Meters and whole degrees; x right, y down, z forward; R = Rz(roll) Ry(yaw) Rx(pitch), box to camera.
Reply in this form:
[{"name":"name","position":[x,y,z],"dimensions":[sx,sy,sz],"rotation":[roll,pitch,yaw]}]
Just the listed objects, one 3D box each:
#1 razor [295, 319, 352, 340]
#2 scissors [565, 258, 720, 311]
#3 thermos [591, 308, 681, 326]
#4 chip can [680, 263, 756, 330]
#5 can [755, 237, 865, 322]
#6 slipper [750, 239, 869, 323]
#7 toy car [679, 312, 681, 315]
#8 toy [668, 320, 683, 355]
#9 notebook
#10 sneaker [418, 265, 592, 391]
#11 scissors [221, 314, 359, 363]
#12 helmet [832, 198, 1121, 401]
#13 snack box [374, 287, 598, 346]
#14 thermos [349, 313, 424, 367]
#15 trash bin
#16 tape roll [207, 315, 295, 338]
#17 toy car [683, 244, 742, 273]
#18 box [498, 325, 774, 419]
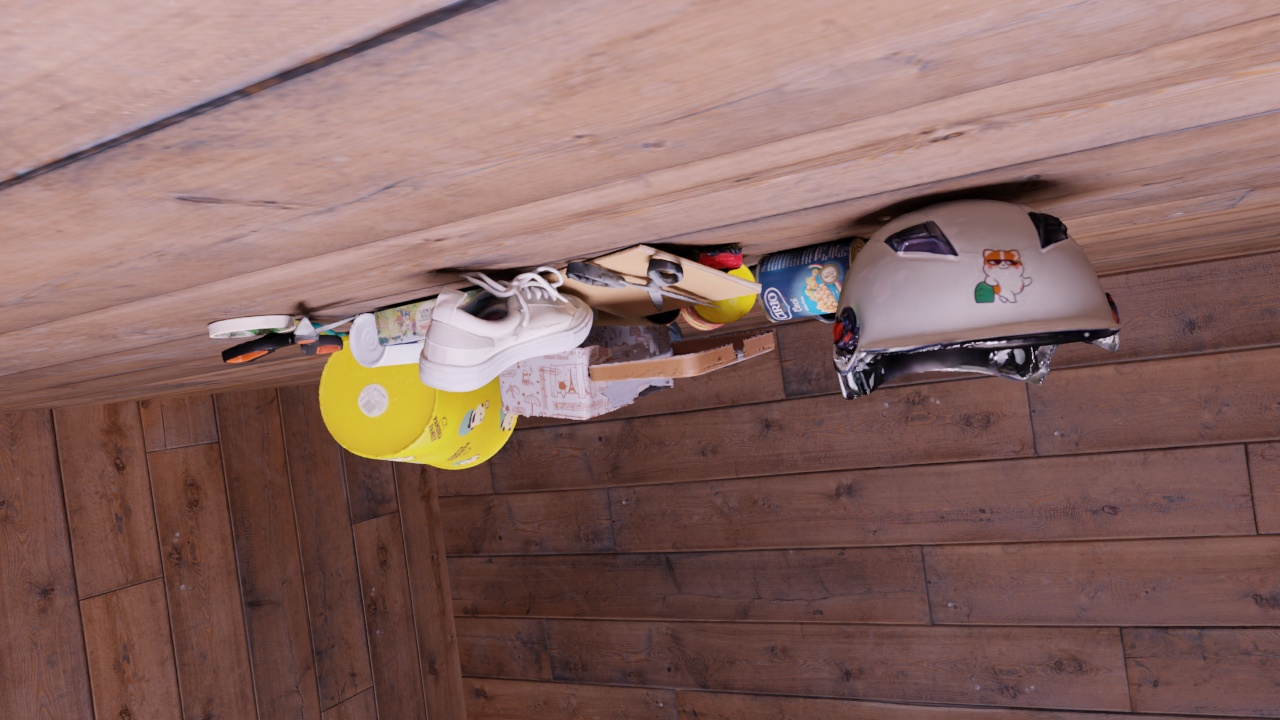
[{"name":"razor","position":[-0.362,-0.037,1.091],"dimensions":[0.043,0.028,0.132],"rotation":[-4,179,20]},{"name":"scissors","position":[0.007,-0.069,0.875],"dimensions":[0.159,0.014,0.181],"rotation":[8,169,-4]},{"name":"thermos","position":[-0.008,-0.056,1.144],"dimensions":[0.093,0.093,0.144],"rotation":[-7,171,-26]},{"name":"chip can","position":[0.087,-0.074,1.076],"dimensions":[0.073,0.073,0.216],"rotation":[-8,180,0]},{"name":"can","position":[0.191,-0.087,0.994],"dimensions":[0.111,0.075,0.075],"rotation":[-8,179,32]},{"name":"slipper","position":[0.224,-0.088,1.091],"dimensions":[0.110,0.083,0.269],"rotation":[-5,176,-38]},{"name":"toy car","position":[0.031,-0.081,1.276],"dimensions":[0.158,0.042,0.070],"rotation":[-5,179,8]},{"name":"toy","position":[0.001,-0.028,1.471],"dimensions":[0.138,0.091,0.355],"rotation":[-13,-160,4]},{"name":"notebook","position":[-0.006,-0.075,0.917],"dimensions":[0.149,0.012,0.212],"rotation":[14,167,-36]},{"name":"sneaker","position":[-0.120,-0.048,0.862],"dimensions":[0.089,0.091,0.241],"rotation":[15,-160,21]},{"name":"scissors","position":[-0.354,-0.027,0.979],"dimensions":[0.225,0.021,0.204],"rotation":[-12,176,22]},{"name":"helmet","position":[0.274,-0.061,0.793],"dimensions":[0.230,0.156,0.274],"rotation":[-6,169,6]},{"name":"snack box","position":[-0.174,-0.052,1.050],"dimensions":[0.183,0.046,0.177],"rotation":[-7,180,35]},{"name":"thermos","position":[-0.259,-0.031,1.152],"dimensions":[0.070,0.070,0.220],"rotation":[-8,180,32]},{"name":"trash bin","position":[-0.333,0.054,1.385],"dimensions":[0.230,0.229,0.255],"rotation":[-8,174,12]},{"name":"tape roll","position":[-0.415,-0.036,0.982],"dimensions":[0.086,0.014,0.086],"rotation":[-8,179,0]},{"name":"toy car","position":[0.063,-0.094,0.912],"dimensions":[0.049,0.031,0.106],"rotation":[-6,-179,-19]},{"name":"box","position":[-0.005,0.006,0.984],"dimensions":[0.261,0.082,0.176],"rotation":[-1,-171,35]}]
